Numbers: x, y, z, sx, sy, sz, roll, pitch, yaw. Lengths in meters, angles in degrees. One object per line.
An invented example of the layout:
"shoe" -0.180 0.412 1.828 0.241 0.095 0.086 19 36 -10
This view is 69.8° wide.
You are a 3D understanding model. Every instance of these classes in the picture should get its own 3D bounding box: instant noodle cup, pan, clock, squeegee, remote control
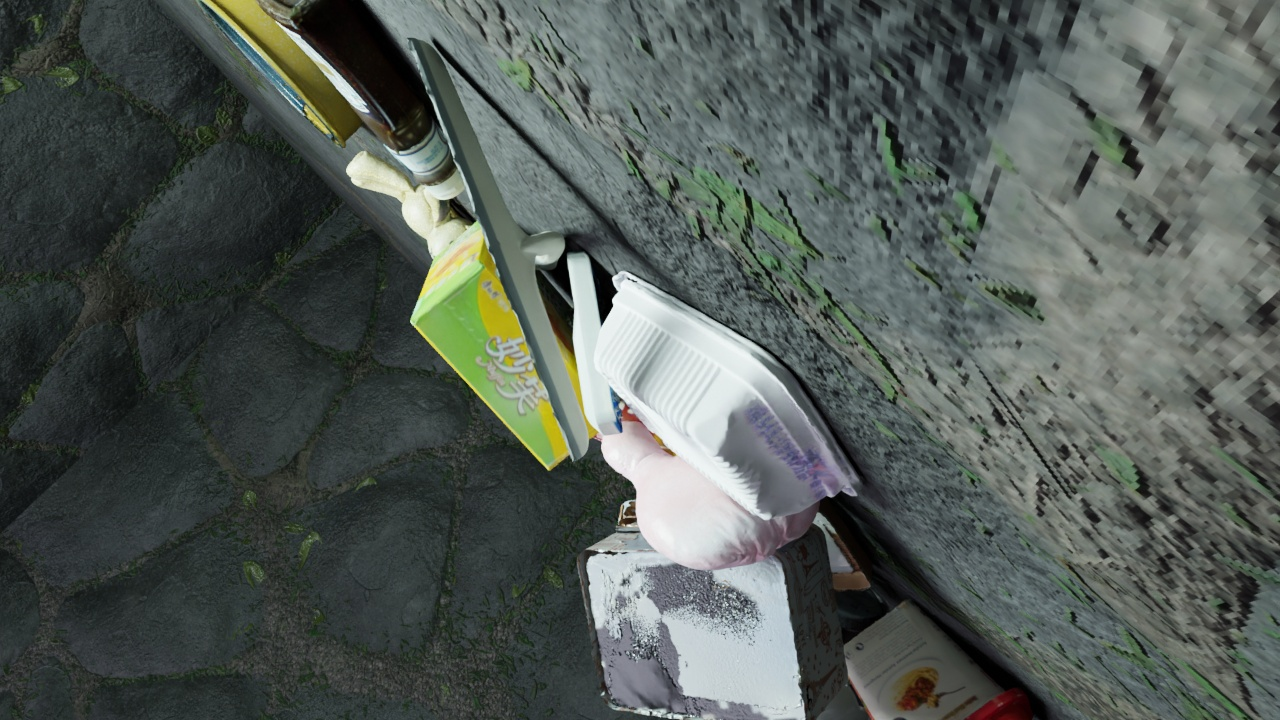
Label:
"instant noodle cup" 0.224 0.265 0.713 0.124 0.116 0.116 53 180 41
"pan" -0.434 -0.350 0.925 0.357 0.078 0.198 47 171 -23
"clock" 0.152 0.221 0.783 0.121 0.055 0.082 8 -164 -46
"squeegee" -0.069 -0.074 0.622 0.246 0.039 0.246 -116 5 -84
"instant noodle cup" 0.040 0.028 0.560 0.173 0.060 0.138 33 166 50
"remote control" -0.033 -0.011 0.636 0.049 0.024 0.124 73 -173 -72

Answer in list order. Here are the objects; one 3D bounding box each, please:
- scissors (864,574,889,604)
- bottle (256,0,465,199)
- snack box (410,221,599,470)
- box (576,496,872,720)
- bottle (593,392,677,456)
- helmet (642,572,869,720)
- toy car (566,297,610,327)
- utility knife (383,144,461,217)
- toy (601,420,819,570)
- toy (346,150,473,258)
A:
"scissors" 0.175 0.176 0.834 0.159 0.014 0.179 34 164 43
"bottle" -0.180 -0.183 0.634 0.080 0.044 0.195 39 172 34
"snack box" -0.101 -0.025 0.751 0.157 0.070 0.210 50 -173 -19
"box" 0.073 0.172 0.715 0.183 0.152 0.174 -6 -176 34
"bottle" -0.015 0.057 0.879 0.175 0.057 0.057 23 166 17
"helmet" 0.139 0.269 0.922 0.274 0.157 0.229 31 -153 -4
"toy car" -0.004 0.004 0.738 0.070 0.042 0.158 39 173 40
"utility knife" -0.203 -0.158 1.014 0.216 0.022 0.031 53 163 -27
"toy" 0.045 0.081 0.631 0.159 0.121 0.054 44 149 45
"toy" -0.233 -0.158 0.952 0.157 0.066 0.105 37 156 -4
